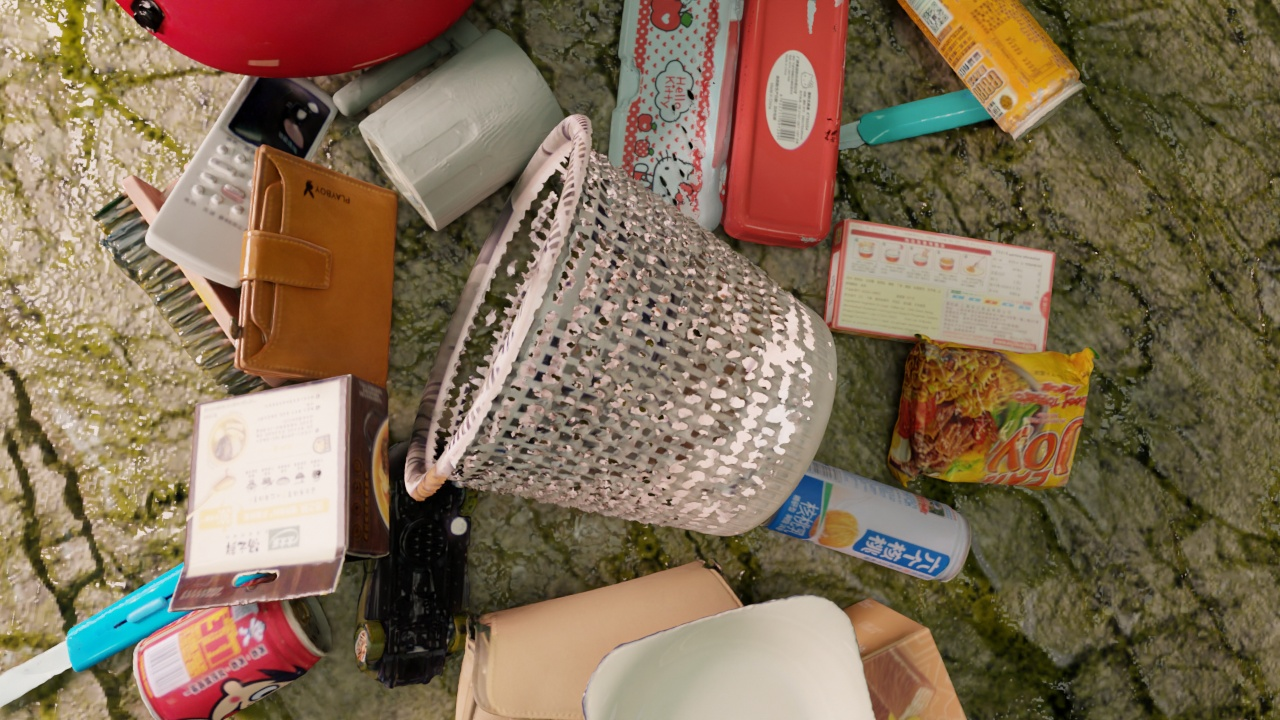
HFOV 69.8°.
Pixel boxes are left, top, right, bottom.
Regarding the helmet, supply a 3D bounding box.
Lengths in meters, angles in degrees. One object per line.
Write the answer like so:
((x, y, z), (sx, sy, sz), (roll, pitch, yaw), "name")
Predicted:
((-0.178, -0.235, 0.522), (0.240, 0.207, 0.144), (-38, 110, -4), "helmet")

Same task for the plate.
((0.055, 0.222, 0.516), (0.163, 0.034, 0.164), (-11, 87, -14), "plate")

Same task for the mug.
((-0.123, -0.156, 0.581), (0.103, 0.084, 0.124), (-39, 70, -11), "mug")

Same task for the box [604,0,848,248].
((0.060, -0.181, 0.623), (0.160, 0.050, 0.201), (6, 86, -3), "box")

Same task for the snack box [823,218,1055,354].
((0.209, -0.049, 0.643), (0.155, 0.027, 0.077), (8, 87, -7), "snack box")

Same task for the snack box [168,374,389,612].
((-0.209, 0.079, 0.538), (0.113, 0.053, 0.125), (-10, 73, 17), "snack box")

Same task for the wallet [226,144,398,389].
((-0.198, -0.052, 0.552), (0.035, 0.119, 0.130), (-3, 81, 30), "wallet")

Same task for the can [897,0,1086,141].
((0.234, -0.224, 0.628), (0.058, 0.058, 0.146), (-35, 83, -8), "can")

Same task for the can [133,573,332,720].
((-0.244, 0.175, 0.556), (0.093, 0.066, 0.066), (-29, 91, -8), "can")

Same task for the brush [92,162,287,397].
((-0.261, -0.047, 0.565), (0.073, 0.063, 0.145), (-35, 93, -10), "brush")

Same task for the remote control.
((-0.238, -0.117, 0.558), (0.058, 0.021, 0.149), (29, 60, -24), "remote control")

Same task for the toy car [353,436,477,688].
((-0.141, 0.126, 0.578), (0.070, 0.042, 0.158), (7, 87, -35), "toy car")

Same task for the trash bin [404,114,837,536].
((-0.004, 0.003, 0.534), (0.192, 0.228, 0.227), (24, 85, -18), "trash bin")

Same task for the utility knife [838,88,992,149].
((0.214, -0.178, 0.657), (0.178, 0.013, 0.029), (-14, 87, -4), "utility knife")

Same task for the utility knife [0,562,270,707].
((-0.319, 0.163, 0.572), (0.208, 0.018, 0.034), (-29, 92, -6), "utility knife")

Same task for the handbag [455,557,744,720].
((-0.014, 0.213, 0.566), (0.204, 0.100, 0.148), (-11, 95, -13), "handbag")

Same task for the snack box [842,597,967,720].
((0.151, 0.219, 0.591), (0.077, 0.093, 0.094), (-23, 90, -8), "snack box")

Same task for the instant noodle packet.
((0.241, 0.040, 0.627), (0.128, 0.044, 0.111), (5, 107, -7), "instant noodle packet")

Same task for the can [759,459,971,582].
((0.149, 0.106, 0.616), (0.134, 0.053, 0.053), (19, 85, -6), "can")
